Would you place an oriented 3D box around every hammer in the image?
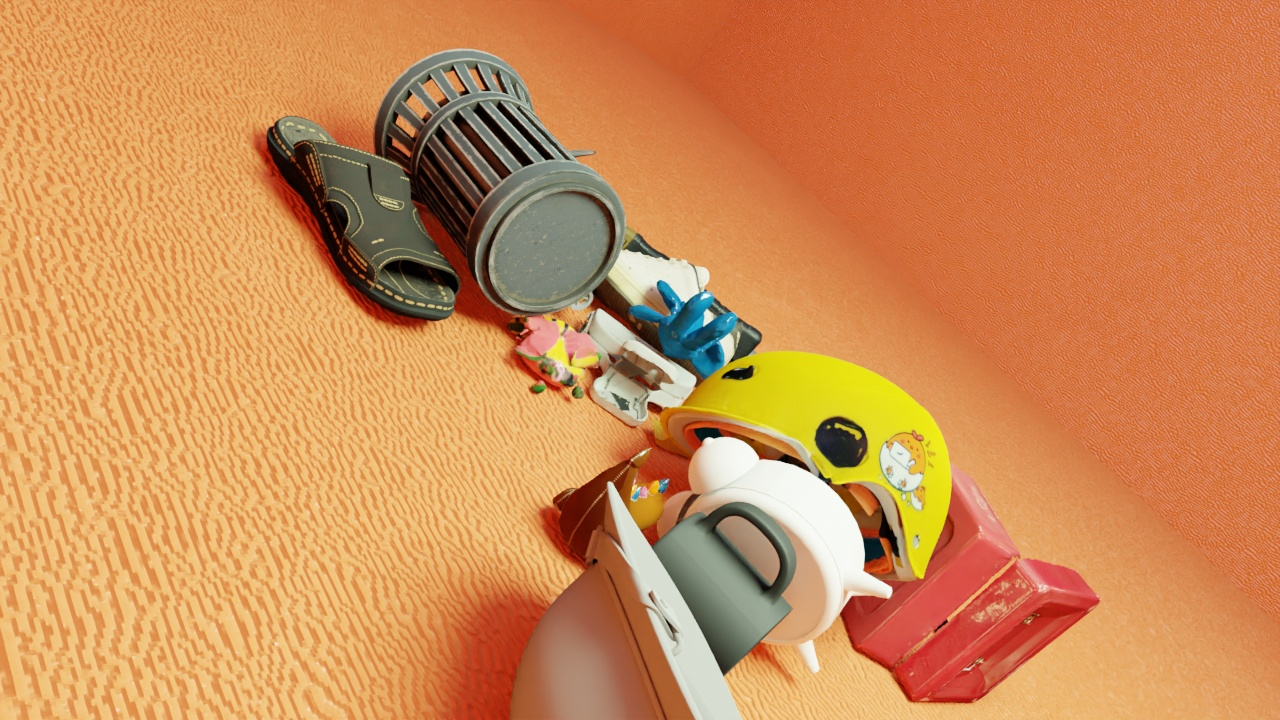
[{"bbox_3d":[0.007,-0.120,1.081,0.333,0.118,0.025,39,23,-5],"label":"hammer"}]

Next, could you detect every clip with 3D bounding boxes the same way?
[{"bbox_3d":[-0.005,0.005,0.884,0.124,0.073,0.142,33,14,-9],"label":"clip"}]

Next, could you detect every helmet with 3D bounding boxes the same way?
[{"bbox_3d":[0.149,0.067,0.756,0.240,0.139,0.209,41,-21,-5],"label":"helmet"},{"bbox_3d":[-0.011,0.185,0.427,0.183,0.117,0.271,62,-2,-36],"label":"helmet"}]

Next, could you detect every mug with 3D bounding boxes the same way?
[{"bbox_3d":[0.052,0.145,0.598,0.088,0.114,0.078,46,24,18],"label":"mug"}]

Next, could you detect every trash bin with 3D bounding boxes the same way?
[{"bbox_3d":[-0.125,-0.158,0.831,0.164,0.164,0.227,16,26,-45],"label":"trash bin"}]

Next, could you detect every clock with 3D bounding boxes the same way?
[{"bbox_3d":[0.095,0.132,0.662,0.161,0.126,0.072,39,40,15],"label":"clock"}]

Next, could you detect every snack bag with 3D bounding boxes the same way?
[{"bbox_3d":[0.047,0.078,0.862,0.099,0.020,0.026,22,34,-36],"label":"snack bag"}]

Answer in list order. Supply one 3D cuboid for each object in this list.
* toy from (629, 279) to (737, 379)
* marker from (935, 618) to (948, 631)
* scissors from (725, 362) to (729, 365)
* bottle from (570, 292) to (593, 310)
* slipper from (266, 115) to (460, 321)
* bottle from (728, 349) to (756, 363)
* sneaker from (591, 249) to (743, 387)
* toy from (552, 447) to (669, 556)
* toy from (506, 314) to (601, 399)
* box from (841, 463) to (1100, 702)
[{"bbox_3d":[0.049,-0.028,0.875,0.113,0.071,0.176,47,-1,-5],"label":"toy"},{"bbox_3d":[0.297,0.248,0.929,0.016,0.016,0.140,33,21,-15],"label":"marker"},{"bbox_3d":[0.047,-0.030,1.094,0.171,0.022,0.173,37,26,2],"label":"scissors"},{"bbox_3d":[-0.095,-0.113,0.951,0.071,0.071,0.163,15,31,-47],"label":"bottle"},{"bbox_3d":[-0.226,-0.132,0.763,0.112,0.076,0.268,6,38,-54],"label":"slipper"},{"bbox_3d":[0.102,-0.029,1.151,0.110,0.036,0.036,49,23,25],"label":"bottle"},{"bbox_3d":[0.017,-0.085,1.004,0.241,0.102,0.089,46,-14,11],"label":"sneaker"},{"bbox_3d":[-0.007,0.093,0.630,0.070,0.103,0.090,47,29,23],"label":"toy"},{"bbox_3d":[-0.078,-0.010,0.809,0.084,0.046,0.103,0,36,-27],"label":"toy"},{"bbox_3d":[0.263,0.188,0.803,0.153,0.157,0.168,19,30,-47],"label":"box"}]
